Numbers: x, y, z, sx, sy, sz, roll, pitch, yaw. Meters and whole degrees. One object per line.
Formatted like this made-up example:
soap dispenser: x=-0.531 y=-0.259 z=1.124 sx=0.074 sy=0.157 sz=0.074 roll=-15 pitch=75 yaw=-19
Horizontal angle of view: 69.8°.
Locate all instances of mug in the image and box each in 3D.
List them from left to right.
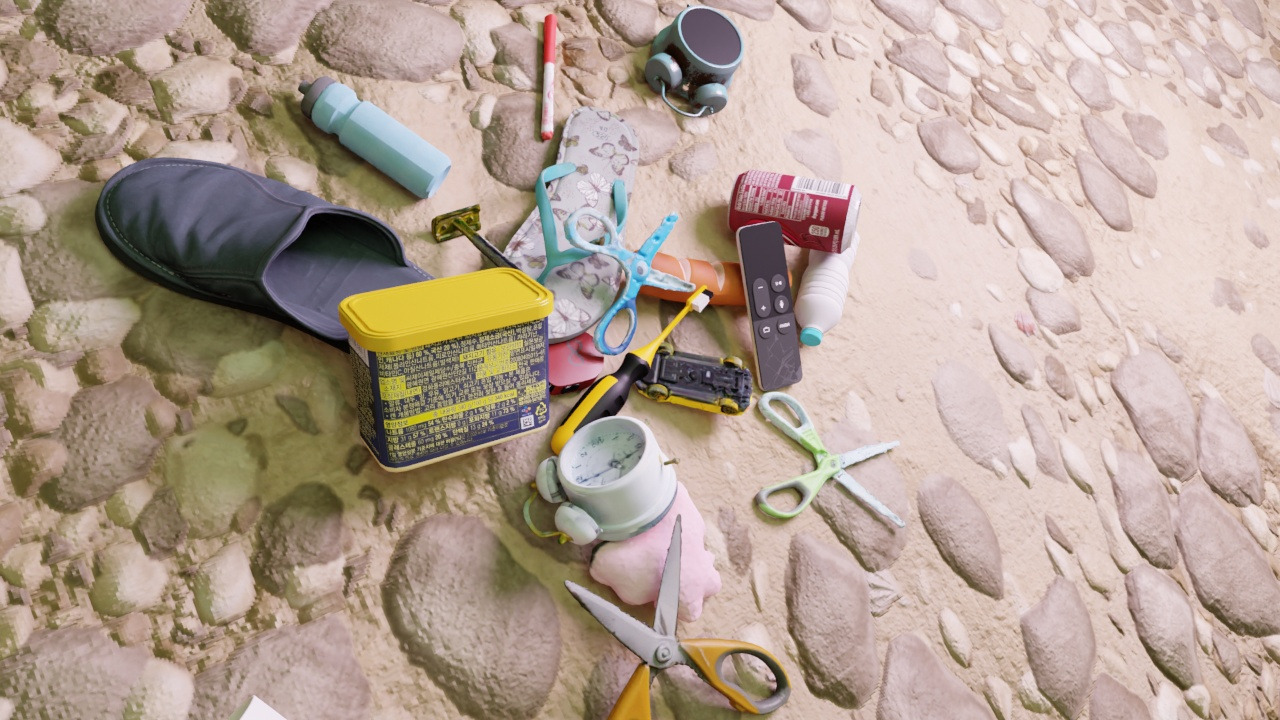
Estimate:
mug: x=-0.222 y=0.261 z=0.514 sx=0.087 sy=0.081 sz=0.114 roll=42 pitch=88 yaw=-10

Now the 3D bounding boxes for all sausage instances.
sausage: x=0.061 y=-0.071 z=0.811 sx=0.164 sy=0.045 sz=0.039 roll=2 pitch=38 yaw=-27

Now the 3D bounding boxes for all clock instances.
clock: x=-0.030 y=0.092 z=0.672 sx=0.117 sy=0.057 sz=0.083 roll=-30 pitch=40 yaw=-8
clock: x=0.054 y=-0.293 z=0.905 sx=0.090 sy=0.053 sz=0.124 roll=24 pitch=62 yaw=-14

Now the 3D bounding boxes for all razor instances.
razor: x=-0.119 y=-0.087 z=0.717 sx=0.042 sy=0.026 sz=0.106 roll=-22 pitch=47 yaw=-33

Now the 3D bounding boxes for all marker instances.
marker: x=-0.084 y=-0.263 z=0.850 sx=0.012 sy=0.013 sz=0.142 roll=9 pitch=64 yaw=-22

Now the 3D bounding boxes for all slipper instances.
slipper: x=-0.243 y=-0.080 z=0.648 sx=0.265 sy=0.084 sz=0.108 roll=26 pitch=61 yaw=-11
slipper: x=-0.046 y=-0.125 z=0.773 sx=0.098 sy=0.055 sz=0.268 roll=24 pitch=55 yaw=-11

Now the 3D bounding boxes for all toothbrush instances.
toothbrush: x=-0.004 y=0.004 z=0.742 sx=0.031 sy=0.031 sz=0.196 roll=28 pitch=62 yaw=28

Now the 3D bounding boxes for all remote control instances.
remote control: x=0.114 y=-0.047 z=0.810 sx=0.045 sy=0.008 sz=0.147 roll=-14 pitch=100 yaw=-25

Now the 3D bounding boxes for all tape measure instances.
tape measure: x=-0.056 y=0.003 z=0.736 sx=0.051 sy=0.019 sz=0.058 roll=9 pitch=54 yaw=-21

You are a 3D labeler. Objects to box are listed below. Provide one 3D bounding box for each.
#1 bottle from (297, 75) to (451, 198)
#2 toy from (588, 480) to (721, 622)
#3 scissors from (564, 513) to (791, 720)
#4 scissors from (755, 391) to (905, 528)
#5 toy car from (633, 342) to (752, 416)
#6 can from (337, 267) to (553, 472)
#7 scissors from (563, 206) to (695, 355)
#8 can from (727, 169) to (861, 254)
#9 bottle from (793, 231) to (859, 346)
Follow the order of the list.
bottle: x=-0.215 y=-0.181 z=0.733 sx=0.130 sy=0.040 sz=0.040 roll=34 pitch=57 yaw=-8
toy: x=0.020 y=0.147 z=0.688 sx=0.093 sy=0.050 sz=0.102 roll=47 pitch=62 yaw=-4
scissors: x=0.026 y=0.225 z=0.649 sx=0.229 sy=0.016 sz=0.225 roll=19 pitch=78 yaw=-32
scissors: x=0.165 y=0.087 z=0.806 sx=0.171 sy=0.024 sz=0.165 roll=-16 pitch=69 yaw=-32
toy car: x=0.043 y=0.017 z=0.770 sx=0.107 sy=0.030 sz=0.049 roll=13 pitch=62 yaw=-4
can: x=-0.131 y=0.005 z=0.640 sx=0.135 sy=0.104 sz=0.075 roll=-15 pitch=32 yaw=-30
scissors: x=-0.011 y=-0.065 z=0.740 sx=0.134 sy=0.011 sz=0.140 roll=16 pitch=87 yaw=-36
can: x=0.142 y=-0.138 z=0.846 sx=0.114 sy=0.063 sz=0.063 roll=12 pitch=58 yaw=14
bottle: x=0.174 y=-0.073 z=0.866 sx=0.044 sy=0.044 sz=0.136 roll=27 pitch=59 yaw=-12
